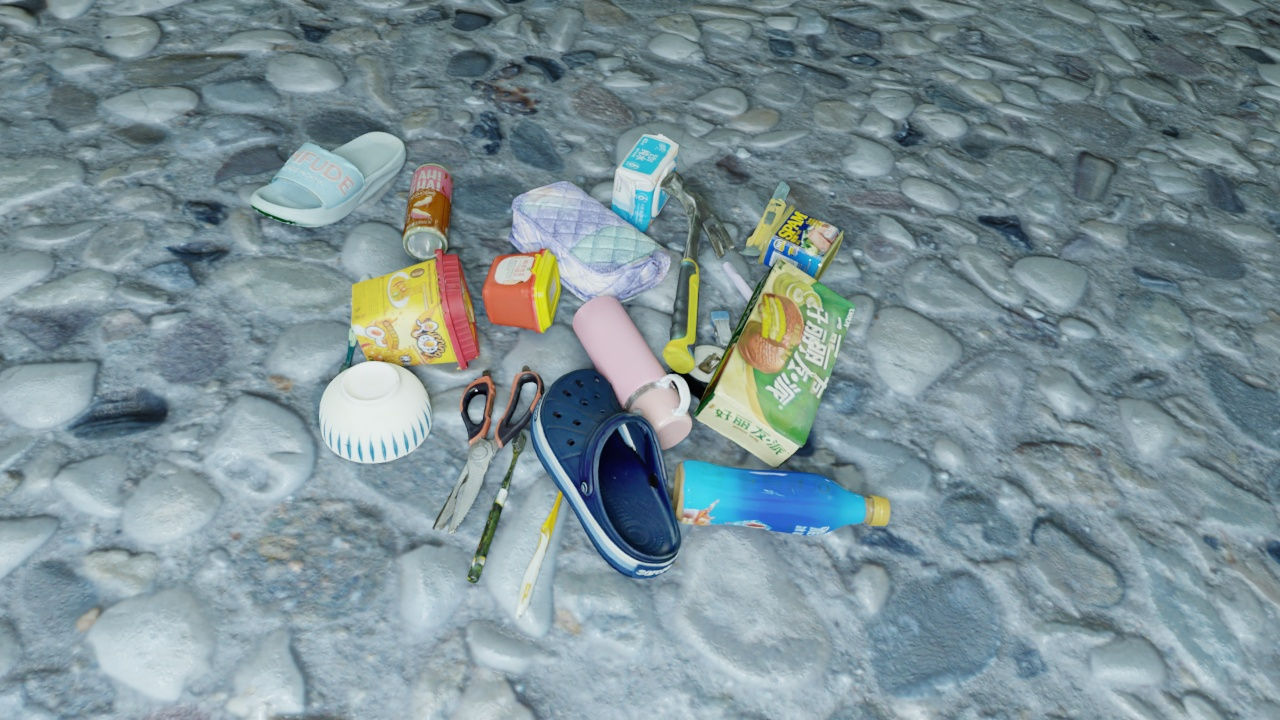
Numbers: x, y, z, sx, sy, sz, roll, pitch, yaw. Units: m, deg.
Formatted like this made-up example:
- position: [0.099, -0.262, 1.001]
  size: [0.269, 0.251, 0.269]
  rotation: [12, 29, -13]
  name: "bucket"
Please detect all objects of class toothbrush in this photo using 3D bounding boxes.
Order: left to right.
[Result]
- position: [-0.335, -0.040, 1.075]
  size: [0.016, 0.018, 0.191]
  rotation: [2, 46, -7]
  name: "toothbrush"
- position: [-0.144, 0.142, 0.926]
  size: [0.012, 0.017, 0.185]
  rotation: [2, 44, 11]
  name: "toothbrush"
- position: [-0.097, 0.171, 0.907]
  size: [0.018, 0.016, 0.190]
  rotation: [5, 44, 11]
  name: "toothbrush"
- position: [0.149, -0.067, 1.180]
  size: [0.029, 0.021, 0.189]
  rotation: [24, 28, -43]
  name: "toothbrush"

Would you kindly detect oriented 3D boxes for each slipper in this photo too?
- position: [-0.411, -0.256, 1.237]
  size: [0.104, 0.074, 0.244]
  rotation: [27, 46, 16]
  name: "slipper"
- position: [-0.032, 0.098, 0.924]
  size: [0.105, 0.095, 0.252]
  rotation: [2, 45, -35]
  name: "slipper"

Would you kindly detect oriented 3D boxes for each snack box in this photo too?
- position: [-0.144, -0.087, 1.110]
  size: [0.080, 0.082, 0.091]
  rotation: [2, 44, 7]
  name: "snack box"
- position: [0.159, -0.003, 1.055]
  size: [0.114, 0.063, 0.239]
  rotation: [33, 51, -3]
  name: "snack box"

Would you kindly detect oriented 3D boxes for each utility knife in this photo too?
- position: [0.187, -0.206, 1.329]
  size: [0.031, 0.021, 0.197]
  rotation: [24, 42, 6]
  name: "utility knife"

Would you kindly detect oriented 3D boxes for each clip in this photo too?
- position: [0.102, -0.035, 1.141]
  size: [0.026, 0.041, 0.058]
  rotation: [0, 47, -12]
  name: "clip"

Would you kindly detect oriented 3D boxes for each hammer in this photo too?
- position: [0.063, -0.105, 1.140]
  size: [0.126, 0.032, 0.322]
  rotation: [39, 37, -26]
  name: "hammer"

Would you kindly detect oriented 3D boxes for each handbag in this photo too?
- position: [-0.072, -0.152, 1.190]
  size: [0.133, 0.076, 0.194]
  rotation: [-29, 57, -37]
  name: "handbag"

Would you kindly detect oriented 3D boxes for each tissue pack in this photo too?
- position: [0.007, -0.246, 1.283]
  size: [0.063, 0.090, 0.139]
  rotation: [19, 45, 10]
  name: "tissue pack"

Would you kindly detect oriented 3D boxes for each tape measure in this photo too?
- position: [0.078, 0.014, 1.078]
  size: [0.066, 0.034, 0.065]
  rotation: [37, 52, 23]
  name: "tape measure"

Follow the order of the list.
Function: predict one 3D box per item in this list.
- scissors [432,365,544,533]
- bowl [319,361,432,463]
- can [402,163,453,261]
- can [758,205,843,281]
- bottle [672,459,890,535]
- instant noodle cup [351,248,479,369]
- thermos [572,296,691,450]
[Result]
- position: [-0.175, 0.087, 0.970]
  size: [0.205, 0.015, 0.197]
  rotation: [-32, 49, -19]
  name: "scissors"
- position: [-0.280, 0.044, 0.967]
  size: [0.116, 0.066, 0.116]
  rotation: [4, 45, -4]
  name: "bowl"
- position: [-0.279, -0.196, 1.210]
  size: [0.058, 0.058, 0.147]
  rotation: [1, 46, -8]
  name: "can"
- position: [0.221, -0.156, 1.252]
  size: [0.083, 0.057, 0.101]
  rotation: [27, 48, 14]
  name: "can"
- position: [0.144, 0.144, 0.937]
  size: [0.218, 0.065, 0.065]
  rotation: [6, 45, -2]
  name: "bottle"
- position: [-0.256, -0.050, 1.040]
  size: [0.123, 0.116, 0.116]
  rotation: [-11, 48, -5]
  name: "instant noodle cup"
- position: [-0.006, 0.006, 1.035]
  size: [0.067, 0.087, 0.198]
  rotation: [1, 41, -35]
  name: "thermos"
